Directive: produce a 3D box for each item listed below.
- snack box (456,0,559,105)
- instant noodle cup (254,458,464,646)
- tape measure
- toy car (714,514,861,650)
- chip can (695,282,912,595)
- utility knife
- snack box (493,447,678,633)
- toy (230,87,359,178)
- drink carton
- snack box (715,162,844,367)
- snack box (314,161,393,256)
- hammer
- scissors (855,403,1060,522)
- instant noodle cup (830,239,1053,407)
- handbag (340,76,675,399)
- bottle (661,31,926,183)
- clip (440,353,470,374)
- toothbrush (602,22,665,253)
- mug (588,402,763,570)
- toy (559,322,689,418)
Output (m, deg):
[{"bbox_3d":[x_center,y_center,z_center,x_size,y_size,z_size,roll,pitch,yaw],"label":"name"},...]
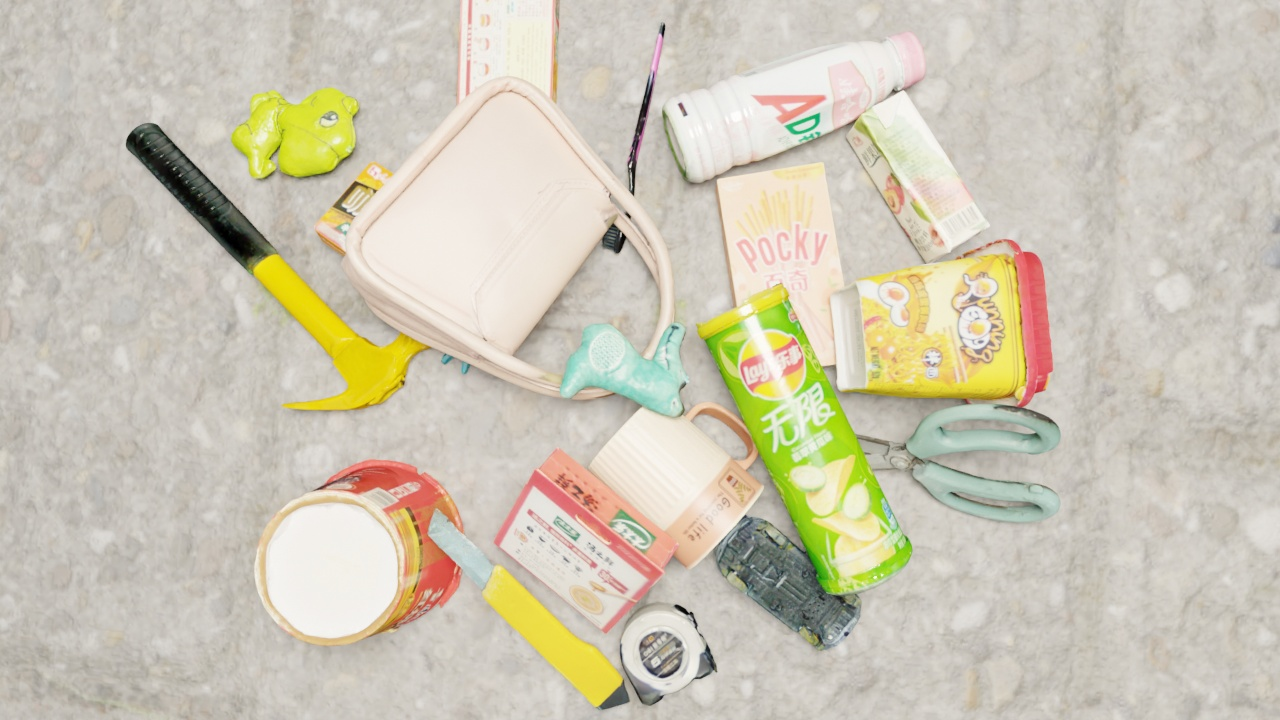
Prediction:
[{"bbox_3d":[-0.105,-0.270,0.736,0.077,0.027,0.155,2,88,4],"label":"snack box"},{"bbox_3d":[-0.212,0.144,0.684,0.138,0.108,0.138,0,87,4],"label":"instant noodle cup"},{"bbox_3d":[0.017,0.220,0.701,0.066,0.033,0.066,-26,88,1],"label":"tape measure"},{"bbox_3d":[0.112,0.168,0.696,0.120,0.037,0.054,39,89,-5],"label":"toy car"},{"bbox_3d":[0.118,0.058,0.657,0.072,0.072,0.221,-26,89,3],"label":"chip can"},{"bbox_3d":[-0.083,0.189,0.690,0.033,0.015,0.216,-43,104,-7],"label":"utility knife"},{"bbox_3d":[-0.038,0.128,0.665,0.113,0.127,0.044,38,50,5],"label":"snack box"},{"bbox_3d":[-0.277,-0.182,0.743,0.100,0.031,0.096,30,90,10],"label":"toy"},{"bbox_3d":[0.209,-0.138,0.693,0.045,0.053,0.122,-30,85,-2],"label":"drink carton"},{"bbox_3d":[0.111,-0.069,0.711,0.084,0.026,0.157,-9,87,3],"label":"snack box"},{"bbox_3d":[-0.172,-0.086,0.724,0.154,0.026,0.075,34,76,6],"label":"snack box"},{"bbox_3d":[-0.304,-0.078,0.740,0.129,0.033,0.300,-45,85,0],"label":"hammer"},{"bbox_3d":[0.219,0.063,0.652,0.177,0.171,0.019,17,56,11],"label":"scissors"},{"bbox_3d":[0.207,-0.020,0.652,0.123,0.116,0.116,-4,87,-3],"label":"instant noodle cup"},{"bbox_3d":[-0.077,-0.071,0.679,0.234,0.093,0.193,37,77,-4],"label":"handbag"},{"bbox_3d":[0.117,-0.199,0.698,0.197,0.068,0.068,-20,86,0],"label":"bottle"},{"bbox_3d":[-0.138,-0.018,0.734,0.047,0.014,0.057,30,87,2],"label":"clip"},{"bbox_3d":[-0.004,-0.178,0.731,0.018,0.014,0.189,11,88,14],"label":"toothbrush"},{"bbox_3d":[0.035,0.079,0.689,0.106,0.082,0.114,43,64,6],"label":"mug"},{"bbox_3d":[-0.004,0.004,0.655,0.092,0.030,0.096,28,61,-10],"label":"toy"}]
